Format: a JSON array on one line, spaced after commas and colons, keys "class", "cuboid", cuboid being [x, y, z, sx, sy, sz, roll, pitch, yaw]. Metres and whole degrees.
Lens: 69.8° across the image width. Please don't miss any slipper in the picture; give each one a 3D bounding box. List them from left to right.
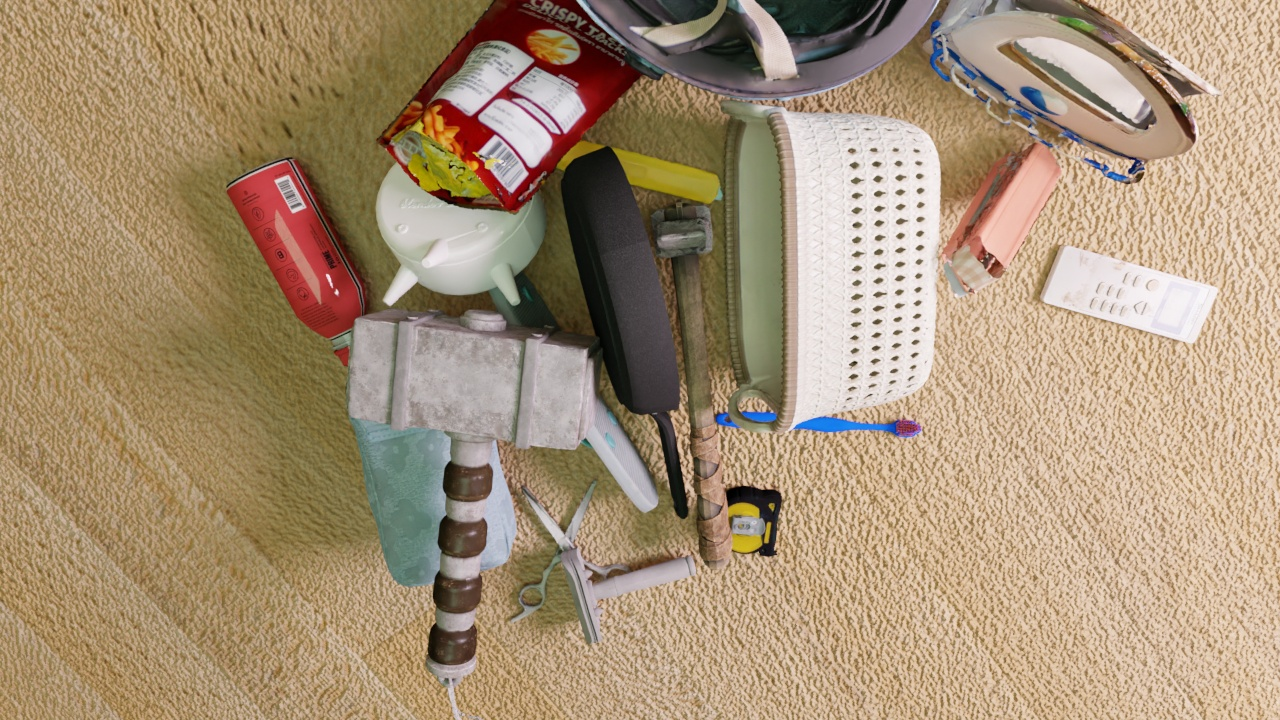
[{"class": "slipper", "cuboid": [-0.072, 0.028, 0.778, 0.055, 0.098, 0.269, -31, 103, 9]}]

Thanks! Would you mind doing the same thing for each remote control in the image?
[{"class": "remote control", "cuboid": [0.412, -0.056, 0.774, 0.136, 0.011, 0.050, 15, 106, -1]}]

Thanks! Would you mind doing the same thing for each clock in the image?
[{"class": "clock", "cuboid": [-0.140, -0.122, 0.714, 0.125, 0.073, 0.160, 0, 62, 10]}]

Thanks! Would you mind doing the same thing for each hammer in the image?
[{"class": "hammer", "cuboid": [-0.135, 0.124, 0.700, 0.177, 0.079, 0.326, 8, 100, 4]}, {"class": "hammer", "cuboid": [0.049, 0.027, 0.762, 0.049, 0.121, 0.319, -6, 107, 4]}]

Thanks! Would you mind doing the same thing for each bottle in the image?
[{"class": "bottle", "cuboid": [-0.278, -0.079, 0.776, 0.062, 0.062, 0.176, -23, 103, 9]}]

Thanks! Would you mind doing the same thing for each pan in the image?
[{"class": "pan", "cuboid": [-0.004, 0.004, 0.739, 0.044, 0.204, 0.356, -15, 126, -6]}]

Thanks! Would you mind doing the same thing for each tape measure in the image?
[{"class": "tape measure", "cuboid": [0.096, 0.147, 0.835, 0.061, 0.034, 0.062, 3, 105, 4]}]

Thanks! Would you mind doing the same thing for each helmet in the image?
[{"class": "helmet", "cuboid": [0.065, -0.286, 0.610, 0.265, 0.166, 0.226, 26, 101, -2]}]

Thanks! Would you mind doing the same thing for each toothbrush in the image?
[{"class": "toothbrush", "cuboid": [0.158, 0.056, 0.815, 0.182, 0.018, 0.016, 3, 81, 2]}]

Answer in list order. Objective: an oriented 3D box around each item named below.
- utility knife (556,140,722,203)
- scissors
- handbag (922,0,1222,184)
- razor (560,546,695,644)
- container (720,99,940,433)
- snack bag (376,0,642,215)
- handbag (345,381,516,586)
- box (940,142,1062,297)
[{"class": "utility knife", "cuboid": [-0.004, -0.157, 0.764, 0.151, 0.017, 0.030, 14, 111, 0]}, {"class": "scissors", "cuboid": [-0.077, 0.187, 0.866, 0.141, 0.014, 0.175, 35, 106, -10]}, {"class": "handbag", "cuboid": [0.300, -0.201, 0.644, 0.200, 0.199, 0.093, 28, 109, -3]}, {"class": "razor", "cuboid": [-0.006, 0.204, 0.847, 0.116, 0.047, 0.088, -15, 111, -3]}, {"class": "container", "cuboid": [0.135, -0.075, 0.701, 0.143, 0.184, 0.246, -5, 108, -6]}, {"class": "snack bag", "cuboid": [-0.088, -0.206, 0.686, 0.139, 0.067, 0.207, 29, 65, 6]}, {"class": "handbag", "cuboid": [-0.174, 0.089, 0.792, 0.122, 0.118, 0.192, -16, 97, -2]}, {"class": "box", "cuboid": [0.273, -0.110, 0.682, 0.056, 0.186, 0.059, 16, 134, 28]}]
